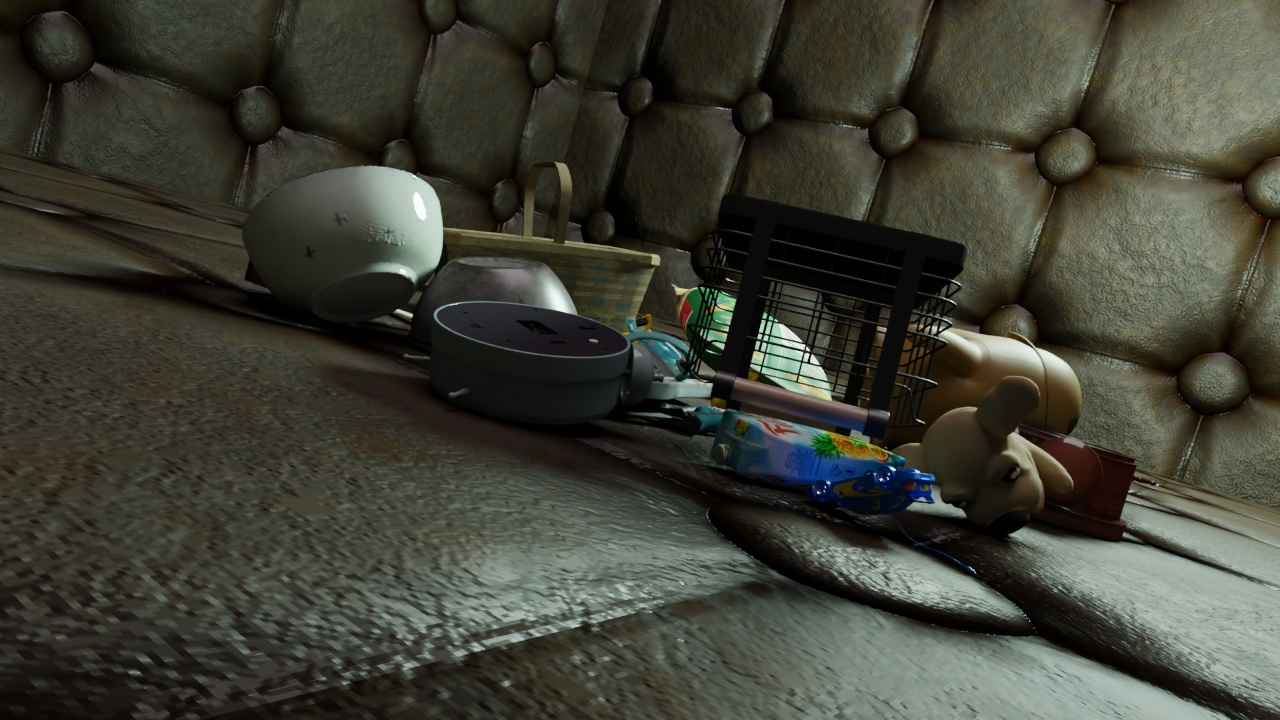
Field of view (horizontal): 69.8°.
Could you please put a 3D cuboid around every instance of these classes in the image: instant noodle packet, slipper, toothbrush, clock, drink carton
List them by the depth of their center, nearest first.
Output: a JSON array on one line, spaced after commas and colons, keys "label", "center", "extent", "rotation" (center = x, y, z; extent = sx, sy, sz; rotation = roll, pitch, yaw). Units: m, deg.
[{"label": "clock", "center": [-0.060, -0.001, 0.581], "extent": [0.159, 0.045, 0.122], "rotation": [1, 18, -36]}, {"label": "drink carton", "center": [0.106, 0.062, 0.584], "extent": [0.128, 0.038, 0.044], "rotation": [14, 5, -24]}, {"label": "slipper", "center": [-0.005, 0.004, 0.768], "extent": [0.098, 0.054, 0.268], "rotation": [4, -2, 17]}, {"label": "clock", "center": [0.358, 0.099, 0.798], "extent": [0.157, 0.072, 0.121], "rotation": [14, 5, -31]}, {"label": "toothbrush", "center": [-0.013, -0.013, 0.829], "extent": [0.030, 0.031, 0.197], "rotation": [-14, -9, -14]}, {"label": "instant noodle packet", "center": [0.134, -0.014, 1.111], "extent": [0.195, 0.090, 0.252], "rotation": [31, 12, -14]}]

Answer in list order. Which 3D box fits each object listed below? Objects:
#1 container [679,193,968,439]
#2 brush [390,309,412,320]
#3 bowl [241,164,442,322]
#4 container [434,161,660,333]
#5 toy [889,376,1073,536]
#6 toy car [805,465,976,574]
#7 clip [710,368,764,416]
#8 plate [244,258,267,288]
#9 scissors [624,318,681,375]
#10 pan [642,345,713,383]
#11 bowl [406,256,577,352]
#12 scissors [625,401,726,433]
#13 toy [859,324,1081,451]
[{"label": "container", "center": [0.126, -0.019, 0.674], "extent": [0.163, 0.130, 0.241], "rotation": [14, -3, 9]}, {"label": "brush", "center": [-0.208, -0.037, 0.878], "extent": [0.218, 0.012, 0.033], "rotation": [19, 5, 44]}, {"label": "bowl", "center": [-0.225, -0.080, 0.721], "extent": [0.153, 0.072, 0.153], "rotation": [-17, -19, -6]}, {"label": "container", "center": [-0.114, -0.134, 1.062], "extent": [0.249, 0.186, 0.157], "rotation": [4, 9, -22]}, {"label": "toy", "center": [0.246, 0.073, 0.646], "extent": [0.108, 0.134, 0.105], "rotation": [13, 47, -45]}, {"label": "toy car", "center": [0.139, 0.092, 0.513], "extent": [0.033, 0.061, 0.092], "rotation": [11, -23, -41]}, {"label": "clip", "center": [0.094, 0.039, 0.857], "extent": [0.047, 0.053, 0.039], "rotation": [50, 20, 22]}, {"label": "plate", "center": [-0.272, -0.097, 0.784], "extent": [0.131, 0.025, 0.131], "rotation": [-18, -18, -6]}, {"label": "scissors", "center": [0.027, -0.002, 0.864], "extent": [0.063, 0.015, 0.138], "rotation": [29, -7, 28]}, {"label": "pan", "center": [0.034, 0.005, 1.122], "extent": [0.354, 0.024, 0.217], "rotation": [13, 5, -35]}, {"label": "bowl", "center": [-0.118, -0.048, 0.757], "extent": [0.145, 0.067, 0.145], "rotation": [3, 12, -1]}, {"label": "scissors", "center": [0.047, 0.046, 0.708], "extent": [0.137, 0.019, 0.129], "rotation": [14, 5, -3]}, {"label": "toy", "center": [0.329, 0.029, 0.912], "extent": [0.203, 0.162, 0.199], "rotation": [3, -36, 7]}]
